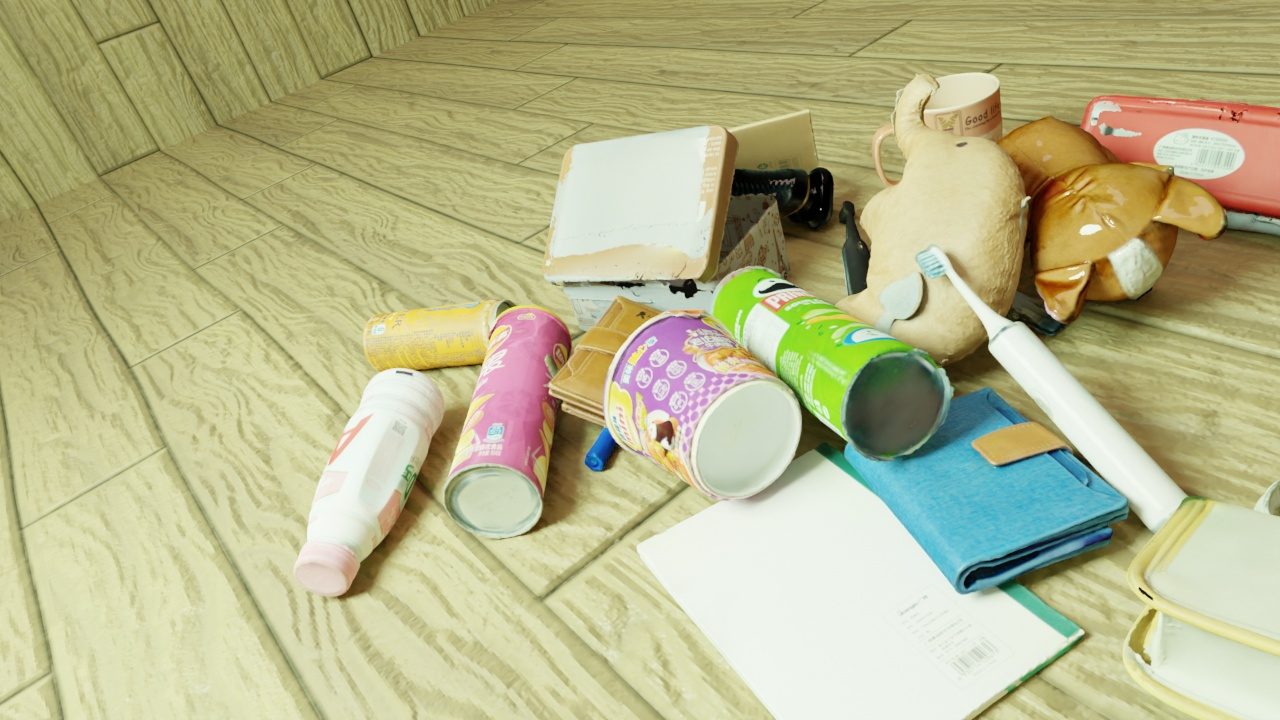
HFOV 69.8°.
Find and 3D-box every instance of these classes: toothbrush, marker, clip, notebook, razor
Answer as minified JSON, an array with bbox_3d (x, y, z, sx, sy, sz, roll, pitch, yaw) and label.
[{"bbox_3d":[0.188,-0.092,0.805,0.026,0.027,0.212,19,34,-5],"label":"toothbrush"},{"bbox_3d":[-0.008,0.033,0.723,0.017,0.017,0.145,0,36,27],"label":"marker"},{"bbox_3d":[0.284,-0.038,0.673,0.024,0.028,0.057,-35,45,-21],"label":"clip"},{"bbox_3d":[0.235,0.006,0.542,0.026,0.027,0.221,-28,57,-4],"label":"toothbrush"},{"bbox_3d":[0.072,-0.181,0.911,0.208,0.148,0.008,-11,68,13],"label":"notebook"},{"bbox_3d":[0.109,0.128,0.517,0.150,0.012,0.209,-27,33,-16],"label":"notebook"},{"bbox_3d":[0.103,-0.162,0.888,0.167,0.062,0.068,4,-12,-6],"label":"razor"}]

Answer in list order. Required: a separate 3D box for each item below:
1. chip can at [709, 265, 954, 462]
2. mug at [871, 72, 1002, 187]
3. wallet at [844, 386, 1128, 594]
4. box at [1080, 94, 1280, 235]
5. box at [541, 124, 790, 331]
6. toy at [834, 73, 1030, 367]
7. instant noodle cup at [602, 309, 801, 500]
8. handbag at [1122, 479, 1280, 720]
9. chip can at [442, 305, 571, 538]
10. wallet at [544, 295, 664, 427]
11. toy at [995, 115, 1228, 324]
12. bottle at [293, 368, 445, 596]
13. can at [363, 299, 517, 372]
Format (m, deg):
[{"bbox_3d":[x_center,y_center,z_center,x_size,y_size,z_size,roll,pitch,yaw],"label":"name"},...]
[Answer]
[{"bbox_3d":[0.117,-0.007,0.627,0.072,0.072,0.236,-23,21,-7],"label":"chip can"},{"bbox_3d":[0.271,-0.191,0.835,0.114,0.106,0.081,-15,32,7],"label":"mug"},{"bbox_3d":[0.195,0.069,0.531,0.106,0.040,0.133,-19,31,-6],"label":"wallet"},{"bbox_3d":[0.456,-0.154,0.723,0.099,0.095,0.201,-4,20,-32],"label":"box"},{"bbox_3d":[0.010,-0.117,0.801,0.182,0.168,0.150,6,38,34],"label":"box"},{"bbox_3d":[0.213,-0.101,0.661,0.144,0.082,0.225,5,75,45],"label":"toy"},{"bbox_3d":[0.044,0.034,0.599,0.111,0.112,0.099,-28,31,-15],"label":"instant noodle cup"},{"bbox_3d":[0.321,0.109,0.403,0.163,0.063,0.178,14,30,42],"label":"handbag"},{"bbox_3d":[-0.097,0.039,0.709,0.071,0.071,0.210,-13,32,10],"label":"chip can"},{"bbox_3d":[-0.004,0.004,0.722,0.119,0.035,0.130,23,43,10],"label":"wallet"},{"bbox_3d":[0.319,-0.098,0.662,0.140,0.130,0.199,-43,16,17],"label":"toy"},{"bbox_3d":[-0.206,0.088,0.699,0.068,0.068,0.196,-9,35,15],"label":"bottle"},{"bbox_3d":[-0.186,-0.022,0.865,0.146,0.058,0.058,-5,34,21],"label":"can"}]
